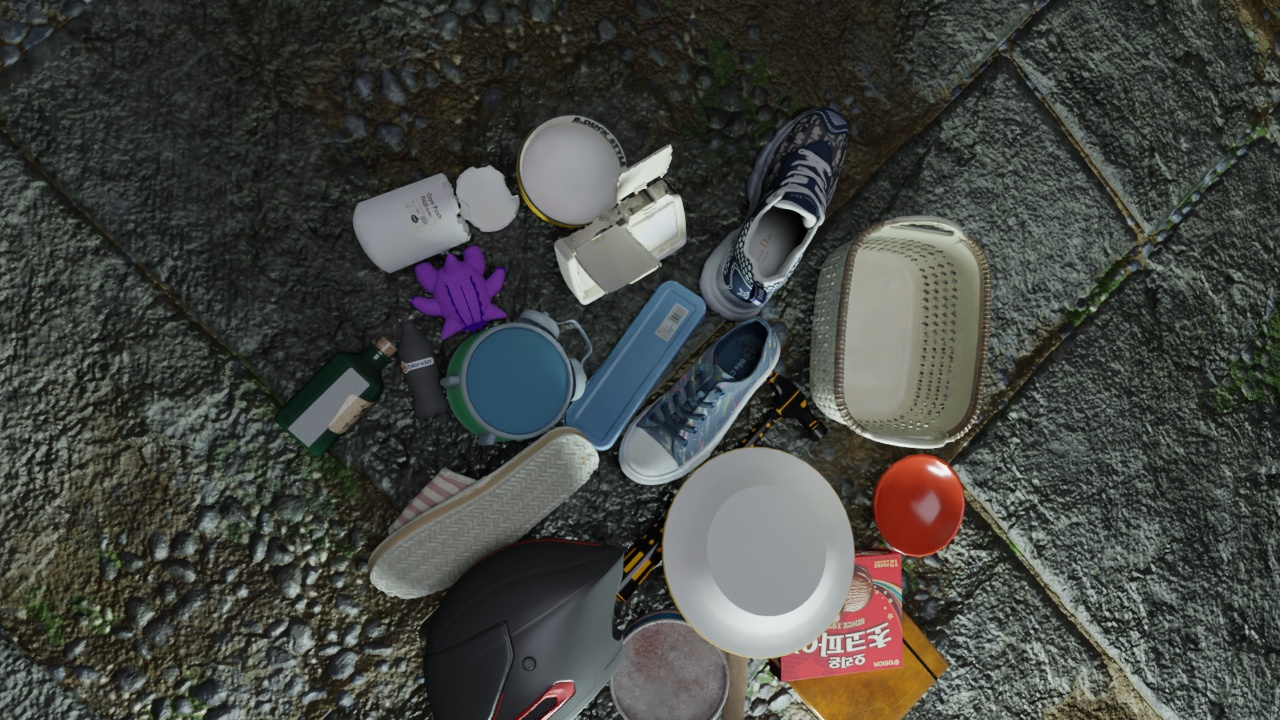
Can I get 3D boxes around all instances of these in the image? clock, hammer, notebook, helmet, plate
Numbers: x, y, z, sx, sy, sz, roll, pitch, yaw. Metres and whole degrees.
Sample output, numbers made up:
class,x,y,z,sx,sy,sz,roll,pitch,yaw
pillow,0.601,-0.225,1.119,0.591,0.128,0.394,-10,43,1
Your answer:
class,x,y,z,sx,sy,sz,roll,pitch,yaw
clock,-0.123,0.013,0.971,0.161,0.075,0.122,-35,100,-25
hammer,0.073,0.144,1.042,0.320,0.036,0.123,-45,97,-12
notebook,0.246,0.330,1.097,0.178,0.014,0.249,-43,100,-10
hammer,0.109,0.352,1.043,0.119,0.031,0.331,2,95,-11
helmet,-0.120,0.277,0.924,0.264,0.164,0.170,-39,89,-2
plate,0.135,0.208,1.008,0.229,0.021,0.229,3,77,-15

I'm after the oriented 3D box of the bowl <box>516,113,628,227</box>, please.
class,x,y,z,sx,sy,sz,roll,pitch,yaw
bowl,-0.077,-0.197,0.979,0.117,0.068,0.117,0,91,-14

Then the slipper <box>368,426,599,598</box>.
class,x,y,z,sx,sy,sz,roll,pitch,yaw
slipper,-0.165,0.150,0.951,0.263,0.052,0.115,-34,133,0

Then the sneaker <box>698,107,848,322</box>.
class,x,y,z,sx,sy,sz,roll,pitch,yaw
sneaker,0.168,-0.168,1.010,0.103,0.132,0.269,31,82,-11

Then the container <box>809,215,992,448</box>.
class,x,y,z,sx,sy,sz,roll,pitch,yaw
container,0.285,-0.030,1.037,0.184,0.143,0.246,6,89,-14

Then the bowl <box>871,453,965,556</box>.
class,x,y,z,sx,sy,sz,roll,pitch,yaw
bowl,0.328,0.172,1.106,0.122,0.035,0.122,0,91,-15

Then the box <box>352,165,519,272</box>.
class,x,y,z,sx,sy,sz,roll,pitch,yaw
box,-0.206,-0.153,0.947,0.162,0.112,0.084,-21,92,0

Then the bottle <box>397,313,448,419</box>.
class,x,y,z,sx,sy,sz,roll,pitch,yaw
bottle,-0.231,0.006,0.957,0.036,0.036,0.110,-16,95,-14

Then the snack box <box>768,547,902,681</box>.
class,x,y,z,sx,sy,sz,roll,pitch,yaw
snack box,0.225,0.292,1.063,0.152,0.036,0.132,-2,91,-14

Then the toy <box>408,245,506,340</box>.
class,x,y,z,sx,sy,sz,roll,pitch,yaw
toy,-0.187,-0.071,0.957,0.106,0.056,0.088,-21,94,-14

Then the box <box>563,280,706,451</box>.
class,x,y,z,sx,sy,sz,roll,pitch,yaw
box,-0.007,0.006,1.027,0.066,0.049,0.209,35,80,6

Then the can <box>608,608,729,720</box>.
class,x,y,z,sx,sy,sz,roll,pitch,yaw
can,0.031,0.343,1.008,0.130,0.044,0.130,0,90,2

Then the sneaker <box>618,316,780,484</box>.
class,x,y,z,sx,sy,sz,roll,pitch,yaw
sneaker,0.070,0.043,1.004,0.087,0.079,0.235,43,80,11

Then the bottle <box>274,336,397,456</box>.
class,x,y,z,sx,sy,sz,roll,pitch,yaw
bottle,-0.299,0.029,0.927,0.061,0.061,0.131,44,80,-9

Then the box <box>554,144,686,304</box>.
class,x,y,z,sx,sy,sz,roll,pitch,yaw
box,-0.008,-0.120,0.939,0.145,0.186,0.095,-33,84,-7
